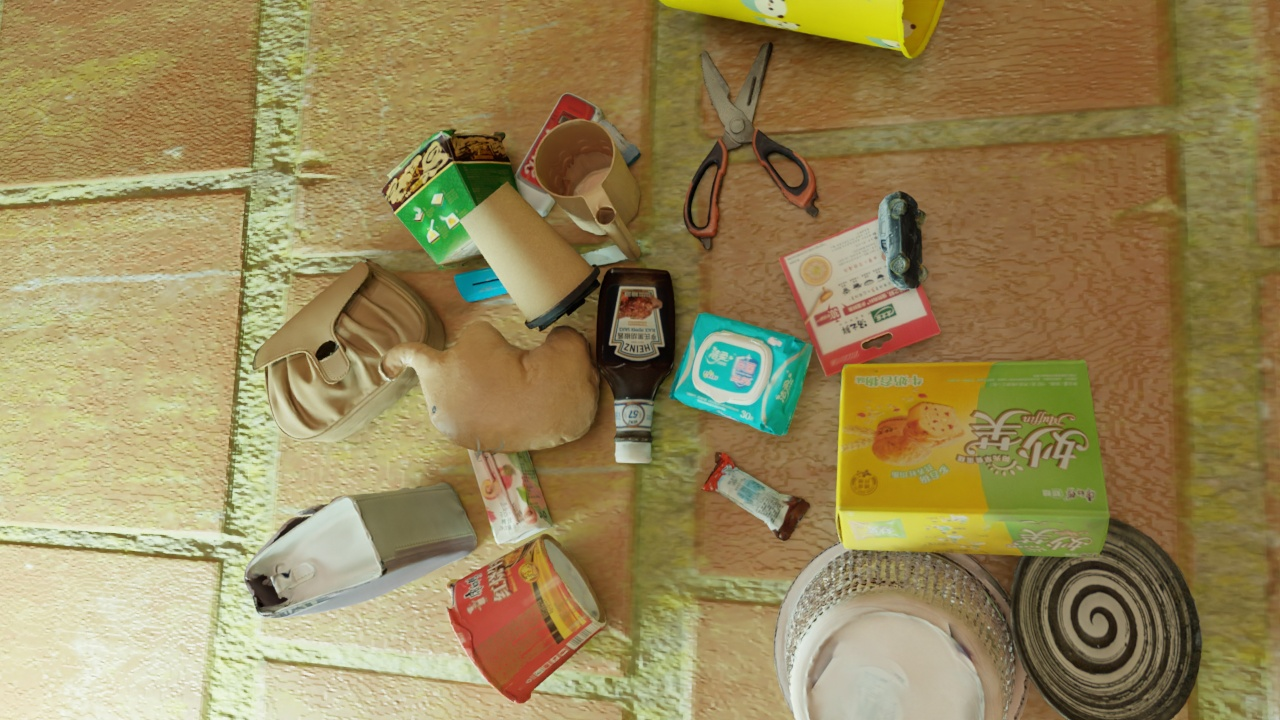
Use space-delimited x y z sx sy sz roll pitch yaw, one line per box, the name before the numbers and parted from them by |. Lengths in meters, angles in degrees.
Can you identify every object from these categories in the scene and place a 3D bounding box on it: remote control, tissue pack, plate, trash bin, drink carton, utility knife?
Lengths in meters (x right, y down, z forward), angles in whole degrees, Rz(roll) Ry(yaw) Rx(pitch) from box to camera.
remote control | -0.094 -0.224 1.000 0.056 0.020 0.136 32 93 17
tissue pack | 0.094 0.011 0.881 0.134 0.050 0.093 17 89 40
plate | 0.385 0.219 0.767 0.179 0.024 0.179 3 73 -11
trash bin | 0.210 0.259 0.758 0.228 0.192 0.227 -2 82 17
drink carton | -0.139 0.125 0.956 0.054 0.045 0.122 -24 76 14
utility knife | -0.100 -0.099 0.988 0.214 0.018 0.034 -11 79 14
trash bin | 0.151 -0.415 0.853 0.255 0.229 0.229 15 87 23

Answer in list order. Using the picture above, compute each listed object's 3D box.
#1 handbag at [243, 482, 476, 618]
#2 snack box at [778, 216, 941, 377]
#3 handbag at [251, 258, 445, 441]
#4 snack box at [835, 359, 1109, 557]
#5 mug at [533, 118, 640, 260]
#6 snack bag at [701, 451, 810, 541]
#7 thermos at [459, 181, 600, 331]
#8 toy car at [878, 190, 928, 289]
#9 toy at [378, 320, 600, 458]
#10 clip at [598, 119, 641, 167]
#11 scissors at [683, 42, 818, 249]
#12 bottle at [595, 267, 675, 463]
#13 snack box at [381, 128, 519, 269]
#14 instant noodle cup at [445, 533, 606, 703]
handbag | -0.273 0.186 0.910 0.145 0.197 0.098 -33 77 10
snack box | 0.209 -0.060 0.875 0.113 0.044 0.127 -22 76 12
handbag | -0.323 -0.008 1.000 0.204 0.099 0.147 -40 76 4
snack box | 0.277 0.081 0.789 0.210 0.070 0.157 -2 52 17
mug | -0.042 -0.167 0.927 0.084 0.103 0.124 -31 70 6
snack bag | 0.109 0.130 0.890 0.105 0.026 0.045 31 83 17
thermos | -0.108 -0.100 0.900 0.093 0.093 0.143 -37 103 9
toy car | 0.236 -0.108 0.830 0.034 0.043 0.090 -11 73 41
toy | -0.153 0.028 0.923 0.226 0.083 0.143 3 60 -6
clip | -0.025 -0.234 0.981 0.025 0.032 0.057 -40 78 10
scissors | 0.102 -0.220 0.944 0.189 0.015 0.227 -40 73 9
bottle | -0.005 0.005 0.924 0.080 0.044 0.194 2 83 -9
snack box | -0.187 -0.169 0.972 0.118 0.118 0.105 -31 86 30
instant noodle cup | -0.105 0.244 0.892 0.108 0.138 0.138 -35 74 1
